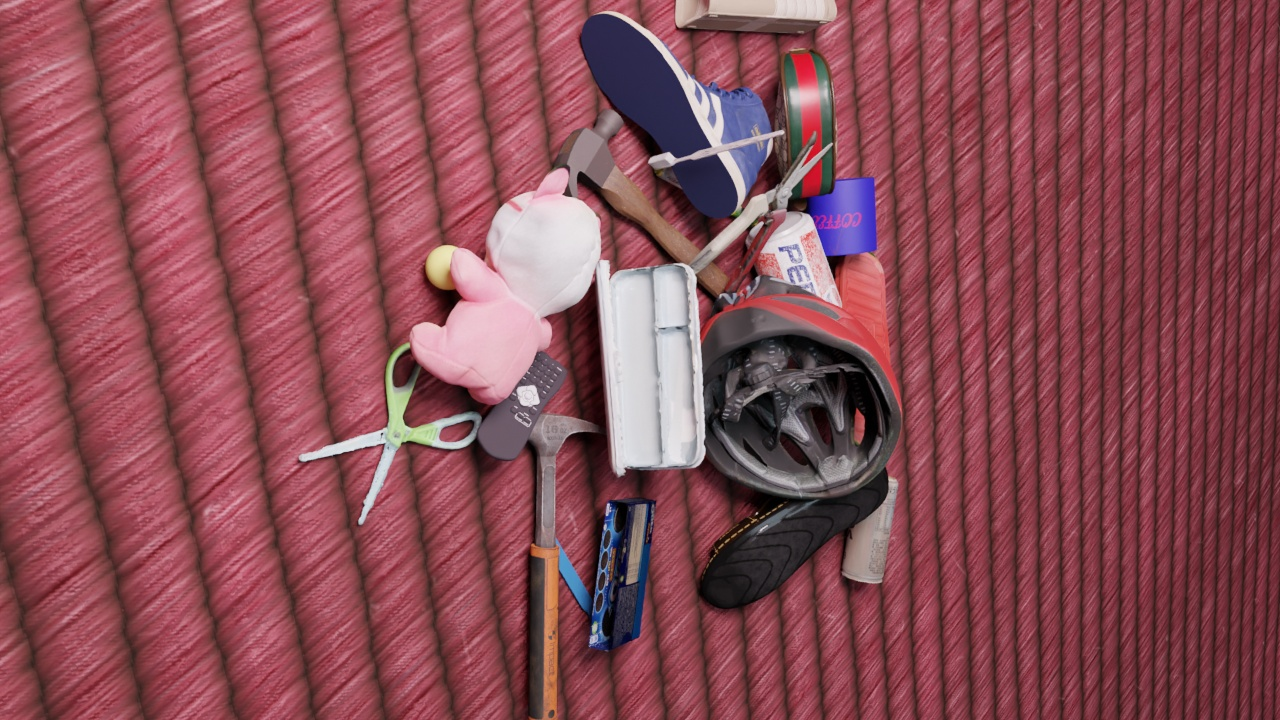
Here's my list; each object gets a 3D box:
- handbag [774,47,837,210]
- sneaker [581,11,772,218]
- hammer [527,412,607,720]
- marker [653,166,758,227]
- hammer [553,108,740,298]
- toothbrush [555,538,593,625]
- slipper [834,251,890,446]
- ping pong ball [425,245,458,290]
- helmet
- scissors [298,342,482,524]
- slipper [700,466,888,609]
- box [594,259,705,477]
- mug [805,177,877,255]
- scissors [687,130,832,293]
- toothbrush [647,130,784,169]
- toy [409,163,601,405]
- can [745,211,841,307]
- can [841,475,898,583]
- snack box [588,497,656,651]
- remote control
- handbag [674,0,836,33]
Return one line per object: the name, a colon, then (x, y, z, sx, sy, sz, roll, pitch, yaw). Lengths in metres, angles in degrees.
handbag: (0.173, -0.250, 0.993, 0.063, 0.138, 0.167, -6, 124, 4)
sneaker: (0.053, -0.270, 0.929, 0.233, 0.092, 0.118, 51, 52, -12)
hammer: (-0.085, 0.208, 0.922, 0.137, 0.035, 0.314, -2, 95, -35)
marker: (0.073, -0.179, 0.998, 0.146, 0.017, 0.017, 21, 84, -34)
hammer: (0.035, -0.123, 0.972, 0.323, 0.033, 0.115, 38, 73, -33)
toothbrush: (-0.065, 0.238, 0.962, 0.016, 0.014, 0.167, -38, 116, -25)
slipper: (0.256, -0.015, 1.127, 0.103, 0.059, 0.248, 10, 75, -35)
ping pong ball: (-0.173, -0.083, 0.824, 0.040, 0.040, 0.040, -6, 100, -35)
helmet: (0.163, 0.037, 0.986, 0.272, 0.218, 0.166, 55, 24, -29)
scissors: (-0.217, 0.068, 0.831, 0.167, 0.023, 0.171, 21, 86, -41)
slipper: (0.177, 0.194, 1.090, 0.267, 0.076, 0.113, -33, 120, -10)
box: (-0.010, 0.006, 0.877, 0.124, 0.107, 0.215, 10, 75, -64)
mug: (0.242, -0.172, 1.088, 0.111, 0.079, 0.083, -26, 114, -60)
scissors: (0.120, -0.141, 0.946, 0.179, 0.015, 0.188, -25, 143, -19)
toothbrush: (0.065, -0.198, 0.854, 0.010, 0.182, 0.010, 36, 70, -31)
toy: (-0.106, -0.064, 0.819, 0.213, 0.084, 0.142, -57, 148, -7)
can: (0.177, -0.094, 1.046, 0.078, 0.078, 0.136, -37, 116, -26)
can: (0.297, 0.215, 1.190, 0.054, 0.054, 0.135, 7, 93, -36)
snack box: (-0.017, 0.220, 0.957, 0.082, 0.027, 0.150, 18, 79, -68)
remote control: (-0.112, 0.042, 0.873, 0.046, 0.009, 0.124, 36, 55, -10)
handbag: (0.113, -0.455, 0.969, 0.175, 0.062, 0.198, -11, 96, -33)
